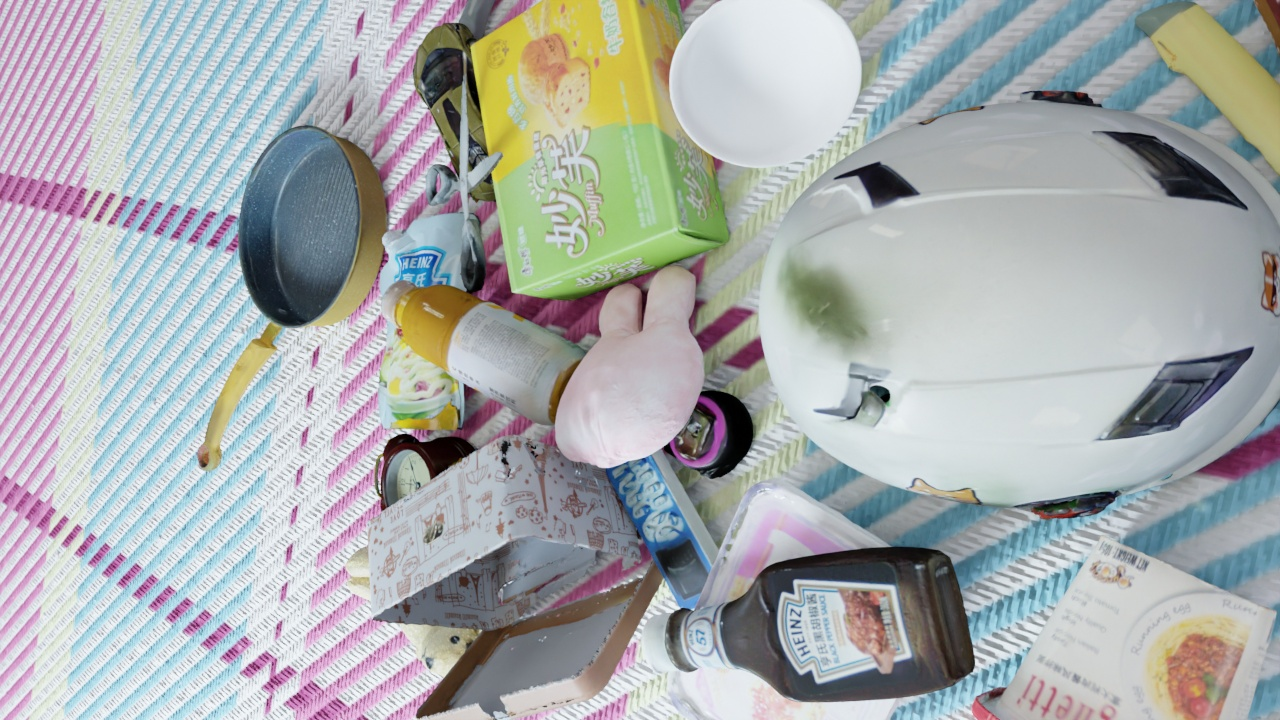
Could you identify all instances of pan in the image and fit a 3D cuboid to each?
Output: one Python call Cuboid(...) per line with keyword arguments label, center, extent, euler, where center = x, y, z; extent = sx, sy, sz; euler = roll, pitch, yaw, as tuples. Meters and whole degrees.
Cuboid(label="pan", center=(-0.362, -0.056, 0.908), extent=(0.198, 0.078, 0.358), euler=(26, 104, 34))

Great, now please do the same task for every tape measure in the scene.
Cuboid(label="tape measure", center=(0.046, 0.049, 0.634), extent=(0.057, 0.039, 0.058), euler=(32, 107, 32))

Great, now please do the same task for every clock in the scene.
Cuboid(label="clock", center=(-0.189, 0.106, 0.794), extent=(0.122, 0.055, 0.082), euler=(5, 92, 38))

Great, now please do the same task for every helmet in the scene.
Cuboid(label="helmet", center=(0.176, -0.030, 0.470), extent=(0.275, 0.156, 0.230), euler=(0, 89, 36))

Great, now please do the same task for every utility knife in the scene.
Cuboid(label="utility knife", center=(0.321, -0.102, 0.451), extent=(0.031, 0.022, 0.216), euler=(-40, 60, 29))

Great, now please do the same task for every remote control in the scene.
Cuboid(label="remote control", center=(0.022, 0.117, 0.647), extent=(0.049, 0.024, 0.125), euler=(-36, 79, 41))

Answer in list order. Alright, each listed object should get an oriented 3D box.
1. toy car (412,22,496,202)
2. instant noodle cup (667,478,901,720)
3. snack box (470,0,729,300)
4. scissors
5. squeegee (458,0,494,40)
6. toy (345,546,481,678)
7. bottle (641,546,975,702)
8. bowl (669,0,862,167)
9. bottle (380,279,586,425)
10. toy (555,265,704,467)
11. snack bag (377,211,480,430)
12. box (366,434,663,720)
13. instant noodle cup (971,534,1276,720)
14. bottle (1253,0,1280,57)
Cuboid(label="toy car", center=(-0.144, -0.207, 0.765), extent=(0.070, 0.042, 0.158), euler=(-30, 84, 32))
Cuboid(label="instant noodle cup", center=(0.105, 0.173, 0.576), extent=(0.138, 0.060, 0.173), euler=(30, 105, 33))
Cuboid(label="snack box", center=(-0.034, -0.165, 0.678), extent=(0.158, 0.070, 0.210), euler=(-17, 79, 34))
Cuboid(label="scissors", center=(-0.138, -0.134, 0.725), extent=(0.180, 0.014, 0.159), euler=(0, 103, 62))
Cuboid(label="squeegee", center=(-0.121, -0.337, 0.766), extent=(0.246, 0.039, 0.247), euler=(32, 115, 13))
Cuboid(label="toy", center=(-0.193, 0.216, 0.787), extent=(0.157, 0.066, 0.105), euler=(30, 112, 26))
Cuboid(label="bottle", center=(0.086, 0.155, 0.528), extent=(0.195, 0.044, 0.080), euler=(-18, 77, 35))
Cuboid(label="bowl", center=(0.079, -0.192, 0.592), extent=(0.119, 0.118, 0.064), euler=(-36, 30, 30))
Cuboid(label="bottle", center=(-0.127, -0.013, 0.730), extent=(0.190, 0.068, 0.068), euler=(26, 104, 24))
Cuboid(label="toy", center=(-0.004, 0.004, 0.640), extent=(0.122, 0.054, 0.159), euler=(-16, 47, 38))
Cuboid(label="snack bag", center=(-0.191, -0.033, 0.811), extent=(0.110, 0.038, 0.191), euler=(-2, 85, 39))
Cuboid(label="box", center=(-0.090, 0.180, 0.663), extent=(0.183, 0.152, 0.174), euler=(-32, 53, 31))
Cuboid(label="instant noodle cup", center=(0.244, 0.160, 0.452), extent=(0.116, 0.116, 0.124), euler=(26, 91, 34))
Cuboid(label="bottle", center=(0.314, -0.202, 0.434), extent=(0.058, 0.057, 0.174), euler=(-25, 75, 33))
